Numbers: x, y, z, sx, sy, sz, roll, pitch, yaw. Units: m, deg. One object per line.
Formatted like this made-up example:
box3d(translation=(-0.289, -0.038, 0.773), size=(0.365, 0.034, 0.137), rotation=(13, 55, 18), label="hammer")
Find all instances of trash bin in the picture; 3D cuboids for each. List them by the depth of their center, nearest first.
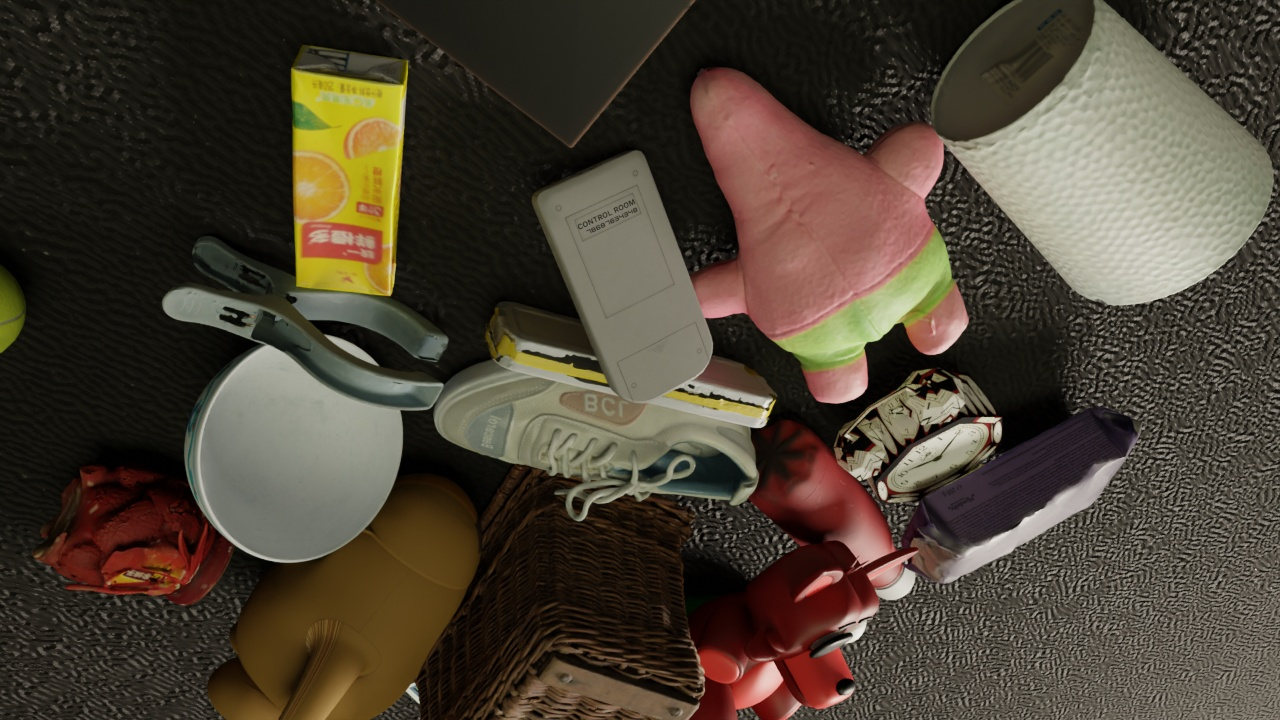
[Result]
box3d(translation=(0.266, -0.130, 0.548), size=(0.161, 0.133, 0.133), rotation=(31, 116, -26), label="trash bin")

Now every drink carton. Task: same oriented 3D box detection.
box3d(translation=(-0.166, -0.104, 0.523), size=(0.058, 0.042, 0.135), rotation=(5, 126, -13), label="drink carton")

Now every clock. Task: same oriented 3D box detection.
box3d(translation=(0.208, 0.050, 0.714), size=(0.115, 0.065, 0.154), rotation=(-42, 140, 21), label="clock")

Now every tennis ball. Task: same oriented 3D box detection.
box3d(translation=(-0.386, -0.030, 0.518), size=(0.065, 0.065, 0.065), rotation=(-6, 130, -8), label="tennis ball")

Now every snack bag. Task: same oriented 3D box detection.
box3d(translation=(0.316, 0.113, 0.761), size=(0.205, 0.058, 0.096), rotation=(-25, 149, -9), label="snack bag")

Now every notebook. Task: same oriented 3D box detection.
box3d(translation=(-0.027, -0.224, 0.452), size=(0.141, 0.008, 0.210), rotation=(34, 120, -22), label="notebook")

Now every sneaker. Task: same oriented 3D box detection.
box3d(translation=(-0.025, 0.060, 0.656), size=(0.242, 0.090, 0.090), rotation=(9, 127, -18), label="sneaker")

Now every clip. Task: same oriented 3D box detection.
box3d(translation=(-0.199, -0.035, 0.577), size=(0.167, 0.127, 0.028), rotation=(26, 118, -20), label="clip")

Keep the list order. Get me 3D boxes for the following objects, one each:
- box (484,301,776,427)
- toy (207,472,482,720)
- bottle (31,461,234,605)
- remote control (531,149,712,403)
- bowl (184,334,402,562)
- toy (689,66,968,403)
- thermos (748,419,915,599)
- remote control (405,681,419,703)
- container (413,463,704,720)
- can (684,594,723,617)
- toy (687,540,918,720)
box3d(translation=(-0.003, 0.003, 0.634), size=(0.209, 0.064, 0.033), rotation=(13, 111, -22), label="box")
box3d(translation=(-0.208, 0.168, 0.676), size=(0.162, 0.198, 0.203), rotation=(42, 92, -17), label="toy")
box3d(translation=(-0.346, 0.122, 0.633), size=(0.099, 0.098, 0.111), rotation=(-35, 132, 16), label="bottle")
box3d(translation=(-0.007, -0.049, 0.576), size=(0.074, 0.019, 0.151), rotation=(-27, 110, -16), label="remote control")
box3d(translation=(-0.237, 0.053, 0.599), size=(0.074, 0.143, 0.144), rotation=(4, 142, 38), label="bowl")
box3d(translation=(0.105, -0.083, 0.575), size=(0.192, 0.096, 0.237), rotation=(-33, 114, 17), label="toy")
box3d(translation=(0.169, 0.138, 0.775), size=(0.073, 0.073, 0.240), rotation=(-34, 129, 15), label="thermos")
box3d(translation=(-0.144, 0.280, 0.851), size=(0.143, 0.024, 0.049), rotation=(-24, 125, 6), label="remote control")
box3d(translation=(-0.070, 0.230, 0.707), size=(0.162, 0.183, 0.250), rotation=(25, 114, -22), label="container")
box3d(translation=(0.068, 0.260, 0.842), size=(0.139, 0.087, 0.088), rotation=(2, 128, -14), label="can")
box3d(translation=(0.115, 0.214, 0.713), size=(0.158, 0.120, 0.198), rotation=(7, 135, -47), label="toy")
